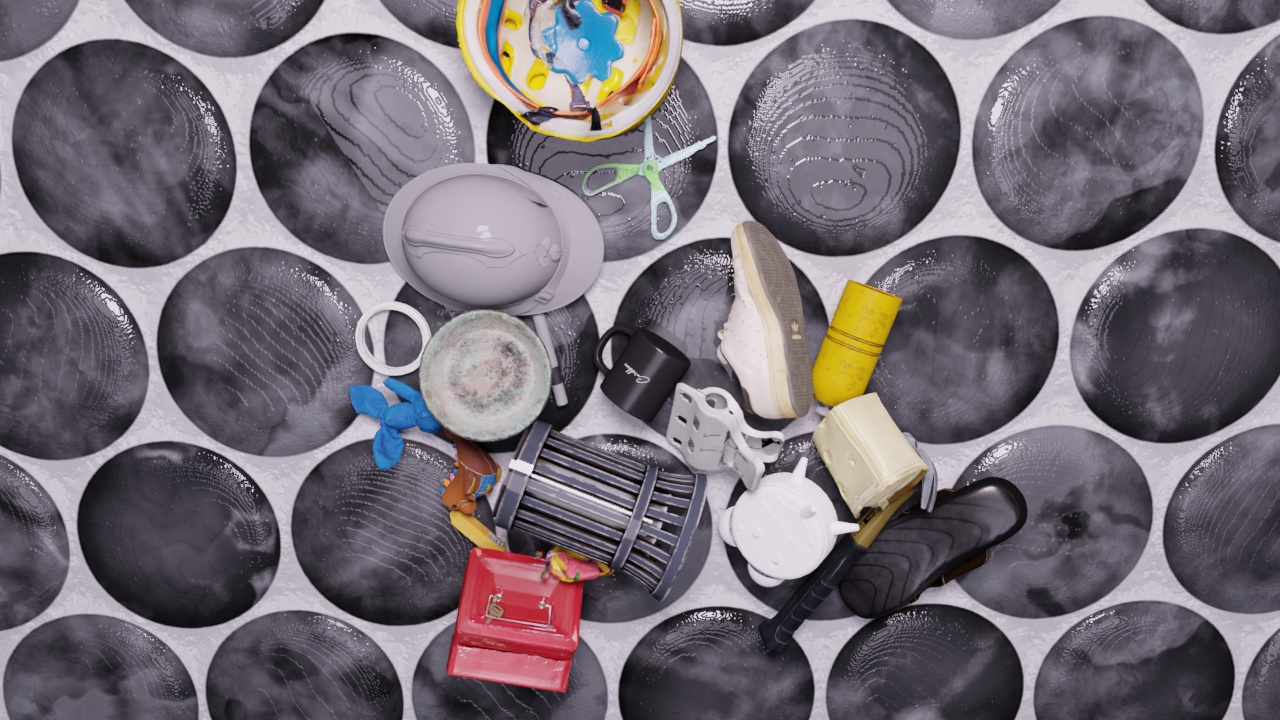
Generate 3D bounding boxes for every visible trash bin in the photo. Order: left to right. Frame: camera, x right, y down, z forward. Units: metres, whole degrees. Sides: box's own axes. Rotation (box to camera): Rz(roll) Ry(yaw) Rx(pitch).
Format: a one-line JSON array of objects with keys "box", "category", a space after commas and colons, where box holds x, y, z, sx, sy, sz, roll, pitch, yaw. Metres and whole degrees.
[{"box": [-0.053, 0.176, 1.127, 0.227, 0.164, 0.164, 21, 103, -1], "category": "trash bin"}]

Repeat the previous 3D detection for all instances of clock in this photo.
[{"box": [0.174, 0.210, 1.143, 0.161, 0.072, 0.125, -43, 79, 35], "category": "clock"}]

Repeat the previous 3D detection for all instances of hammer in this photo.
[{"box": [0.262, 0.248, 1.173, 0.025, 0.117, 0.334, 28, 109, -21], "category": "hammer"}]

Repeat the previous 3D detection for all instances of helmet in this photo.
[{"box": [-0.183, -0.136, 1.061, 0.271, 0.117, 0.183, 8, 100, 4], "category": "helmet"}, {"box": [-0.065, -0.349, 1.006, 0.240, 0.139, 0.209, 19, 104, 9], "category": "helmet"}]

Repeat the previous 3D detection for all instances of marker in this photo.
[{"box": [-0.115, -0.010, 1.150, 0.016, 0.016, 0.140, -13, 103, 4], "category": "marker"}]

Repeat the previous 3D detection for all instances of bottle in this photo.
[{"box": [0.255, -0.010, 1.118, 0.071, 0.071, 0.164, 19, 103, -4], "category": "bottle"}]

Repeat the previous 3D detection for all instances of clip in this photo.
[{"box": [0.099, 0.093, 1.121, 0.143, 0.072, 0.125, 27, 146, 16], "category": "clip"}]

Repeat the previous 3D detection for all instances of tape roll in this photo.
[{"box": [-0.310, -0.027, 1.150, 0.093, 0.013, 0.093, 0, 103, 0], "category": "tape roll"}]

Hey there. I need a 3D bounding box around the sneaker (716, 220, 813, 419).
[{"box": [0.136, -0.044, 1.112, 0.103, 0.088, 0.241, -13, 90, 37], "category": "sneaker"}]

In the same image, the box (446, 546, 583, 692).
[{"box": [-0.168, 0.362, 1.193, 0.157, 0.153, 0.169, 14, 132, -9], "category": "box"}]

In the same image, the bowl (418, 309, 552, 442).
[{"box": [-0.185, 0.017, 1.105, 0.157, 0.038, 0.157, 0, 92, -2], "category": "bowl"}]

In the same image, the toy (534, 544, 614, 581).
[{"box": [-0.080, 0.256, 1.181, 0.103, 0.084, 0.046, 3, 111, -22], "category": "toy"}]

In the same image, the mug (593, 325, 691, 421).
[{"box": [-0.007, 0.007, 1.129, 0.113, 0.078, 0.088, 38, 102, 18], "category": "mug"}]

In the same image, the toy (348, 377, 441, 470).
[{"box": [-0.278, 0.071, 1.149, 0.176, 0.071, 0.113, -11, 93, 4], "category": "toy"}]

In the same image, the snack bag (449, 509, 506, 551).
[{"box": [-0.212, 0.230, 1.207, 0.099, 0.026, 0.020, 42, 100, -10], "category": "snack bag"}]

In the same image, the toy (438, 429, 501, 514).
[{"box": [-0.234, 0.142, 1.182, 0.103, 0.070, 0.090, 49, 114, 12], "category": "toy"}]

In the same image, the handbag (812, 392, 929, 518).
[{"box": [0.270, 0.118, 1.107, 0.081, 0.111, 0.119, -15, 61, -27], "category": "handbag"}]

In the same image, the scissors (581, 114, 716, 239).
[{"box": [0.013, -0.227, 1.098, 0.171, 0.022, 0.174, -21, 98, 8], "category": "scissors"}]

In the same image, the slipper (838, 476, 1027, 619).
[{"box": [0.371, 0.239, 1.180, 0.268, 0.075, 0.113, -39, 76, 19], "category": "slipper"}]
